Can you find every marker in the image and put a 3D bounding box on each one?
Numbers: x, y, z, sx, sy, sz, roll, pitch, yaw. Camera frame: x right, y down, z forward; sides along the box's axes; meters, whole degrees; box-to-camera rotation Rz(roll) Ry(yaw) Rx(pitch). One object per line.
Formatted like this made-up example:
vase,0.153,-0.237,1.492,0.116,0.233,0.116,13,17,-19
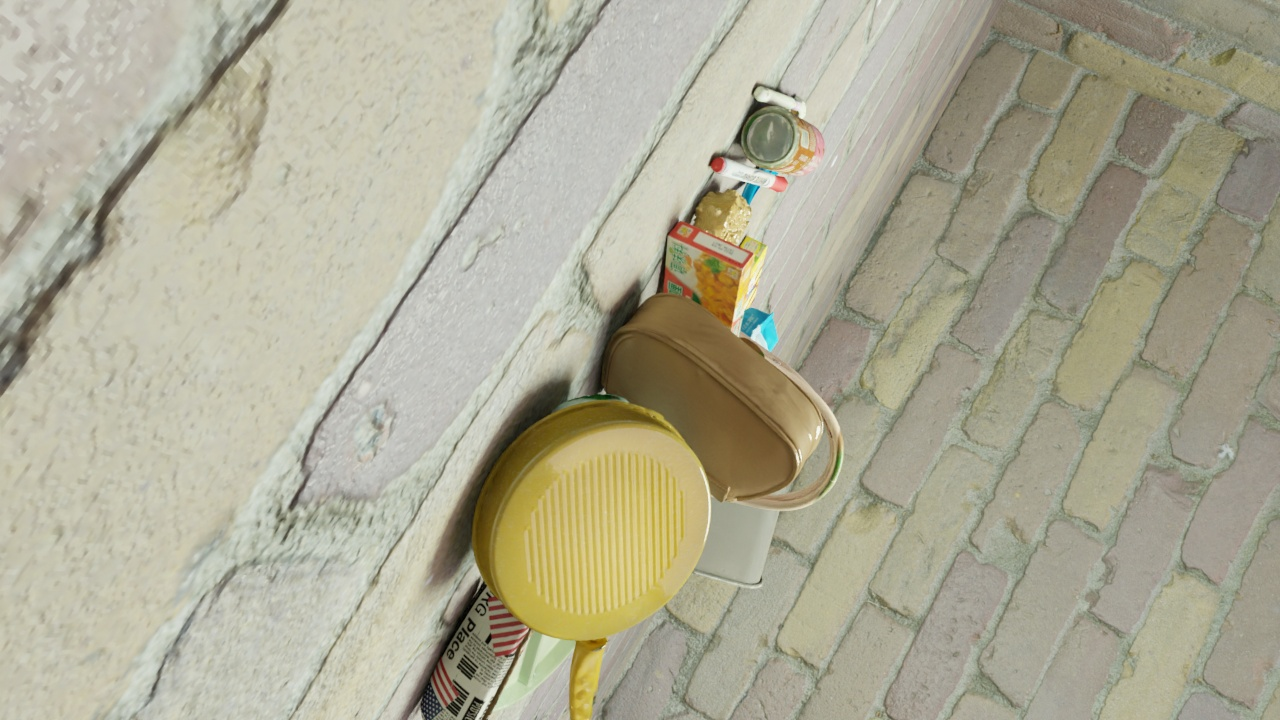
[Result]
marker,0.106,-0.178,0.880,0.145,0.017,0.017,-5,124,-58

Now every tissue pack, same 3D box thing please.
tissue pack,0.095,-0.005,1.098,0.140,0.063,0.089,-32,-170,42

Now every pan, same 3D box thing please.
pan,-0.042,0.201,0.775,0.197,0.078,0.358,-9,111,-23

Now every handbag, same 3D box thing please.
handbag,0.062,0.035,0.836,0.099,0.204,0.148,-47,177,-41
handbag,0.107,0.072,0.999,0.193,0.234,0.093,-66,170,17

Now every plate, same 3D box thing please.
plate,-0.106,0.288,1.013,0.229,0.027,0.231,-40,150,-29

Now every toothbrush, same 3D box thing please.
toothbrush,0.140,-0.257,0.913,0.189,0.020,0.029,-26,113,-67

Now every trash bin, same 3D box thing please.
trash bin,0.112,0.178,1.336,0.199,0.198,0.220,-98,-155,-76

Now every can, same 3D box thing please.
can,0.145,-0.216,0.915,0.058,0.058,0.147,-65,165,16

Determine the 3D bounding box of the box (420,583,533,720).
box,-0.151,0.274,0.832,0.164,0.075,0.076,-61,174,10

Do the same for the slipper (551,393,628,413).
slipper,-0.049,0.133,0.807,0.074,0.104,0.246,-109,-155,-47

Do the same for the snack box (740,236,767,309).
snack box,0.122,-0.087,1.180,0.086,0.034,0.141,-56,165,-22

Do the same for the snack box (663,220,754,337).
snack box,0.060,-0.057,0.871,0.027,0.077,0.156,-52,160,-30

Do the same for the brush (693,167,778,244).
brush,0.104,-0.164,0.942,0.253,0.046,0.083,-51,160,-52
